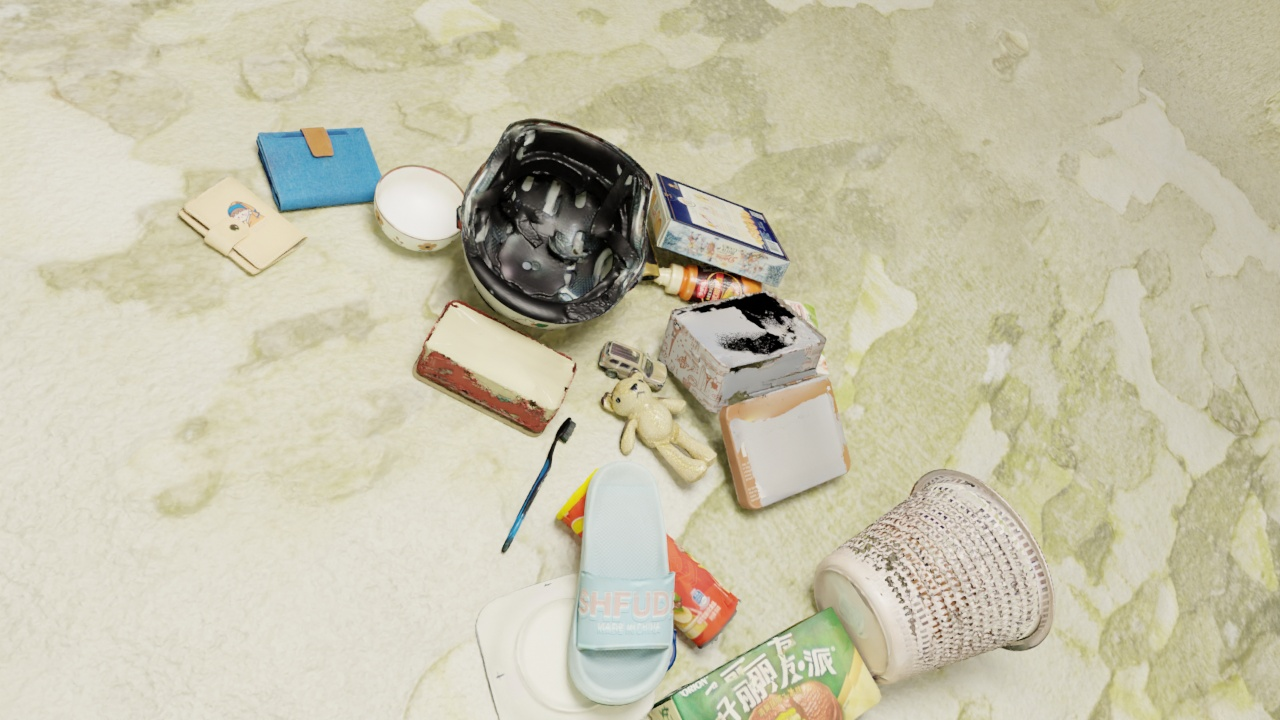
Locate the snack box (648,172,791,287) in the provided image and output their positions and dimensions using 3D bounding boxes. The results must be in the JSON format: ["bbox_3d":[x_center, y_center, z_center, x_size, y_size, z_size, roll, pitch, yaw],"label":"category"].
[{"bbox_3d":[0.103,-0.184,1.281,0.182,0.046,0.177,17,28,-15],"label":"snack box"}]

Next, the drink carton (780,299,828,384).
[{"bbox_3d":[0.223,-0.025,1.282,0.053,0.046,0.122,9,56,-20],"label":"drink carton"}]

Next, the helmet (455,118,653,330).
[{"bbox_3d":[-0.113,-0.148,1.122,0.230,0.157,0.273,17,68,-13],"label":"helmet"}]

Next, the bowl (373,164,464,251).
[{"bbox_3d":[-0.271,-0.176,1.121,0.113,0.062,0.113,12,56,-18],"label":"bowl"}]

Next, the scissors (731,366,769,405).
[{"bbox_3d":[0.195,0.067,1.232,0.135,0.014,0.174,-3,59,-27],"label":"scissors"}]

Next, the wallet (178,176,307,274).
[{"bbox_3d":[-0.452,-0.153,1.040,0.115,0.024,0.087,39,52,0],"label":"wallet"}]

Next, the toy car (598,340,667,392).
[{"bbox_3d":[-0.007,0.007,1.153,0.090,0.035,0.042,24,53,-14],"label":"toy car"}]

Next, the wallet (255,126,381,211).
[{"bbox_3d":[-0.387,-0.235,1.119,0.132,0.040,0.106,-13,71,-33],"label":"wallet"}]

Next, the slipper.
[{"bbox_3d":[-0.013,0.213,0.913,0.104,0.074,0.245,7,64,-14],"label":"slipper"}]

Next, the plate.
[{"bbox_3d":[-0.072,0.297,0.919,0.163,0.034,0.164,-12,67,-22],"label":"plate"}]

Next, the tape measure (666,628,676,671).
[{"bbox_3d":[0.010,0.307,0.971,0.058,0.025,0.054,7,62,-11],"label":"tape measure"}]

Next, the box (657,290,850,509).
[{"bbox_3d":[0.155,0.038,1.158,0.178,0.126,0.273,-14,68,-32],"label":"box"}]

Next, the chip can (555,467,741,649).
[{"bbox_3d":[0.008,0.216,1.001,0.216,0.073,0.073,43,51,3],"label":"chip can"}]

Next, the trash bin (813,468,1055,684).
[{"bbox_3d":[0.317,0.262,1.052,0.191,0.228,0.227,-19,69,-21],"label":"trash bin"}]

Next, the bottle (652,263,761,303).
[{"bbox_3d":[0.089,-0.102,1.258,0.149,0.067,0.066,12,55,-11],"label":"bottle"}]

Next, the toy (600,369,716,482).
[{"bbox_3d":[0.025,0.080,1.100,0.105,0.066,0.157,-40,74,-22],"label":"toy"}]

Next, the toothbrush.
[{"bbox_3d":[-0.112,0.137,1.030,0.016,0.014,0.189,46,47,-25],"label":"toothbrush"}]

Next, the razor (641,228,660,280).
[{"bbox_3d":[-0.010,-0.180,1.249,0.062,0.068,0.167,3,57,-39],"label":"razor"}]

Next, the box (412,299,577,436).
[{"bbox_3d":[-0.163,0.006,1.045,0.168,0.080,0.091,27,51,-8],"label":"box"}]

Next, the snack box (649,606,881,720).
[{"bbox_3d":[0.136,0.364,0.974,0.239,0.063,0.114,-16,69,-34],"label":"snack box"}]
